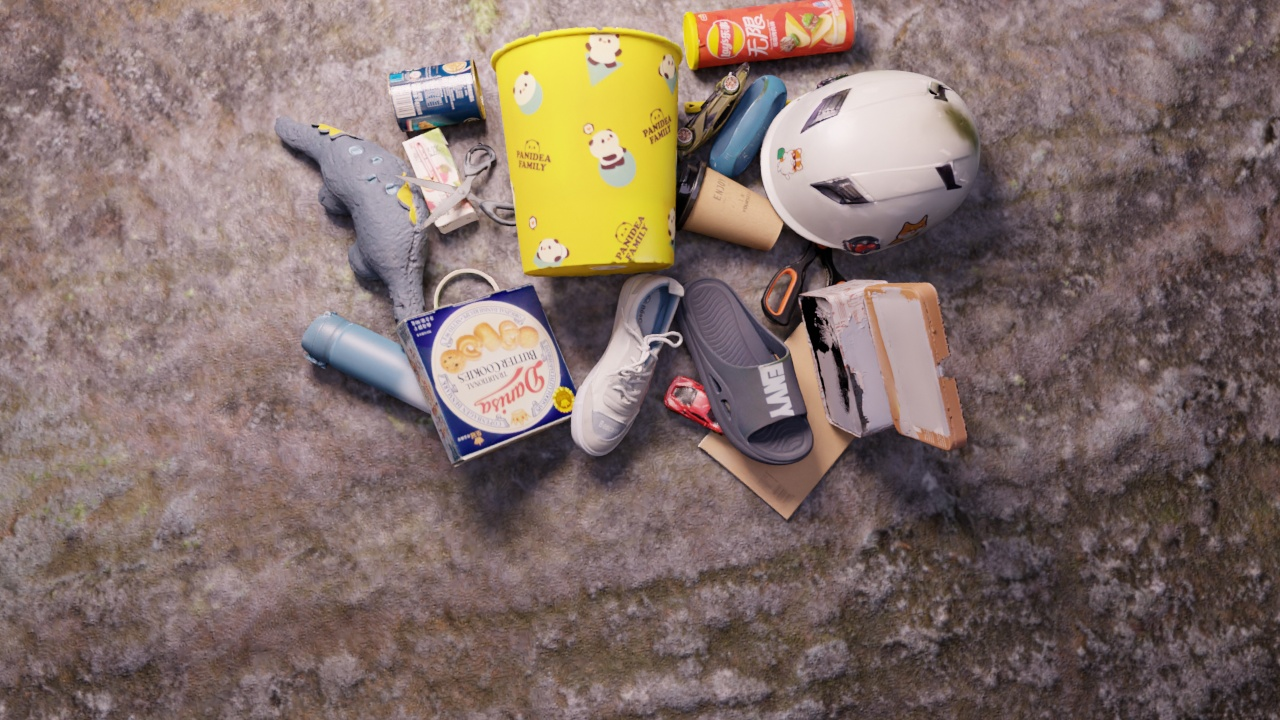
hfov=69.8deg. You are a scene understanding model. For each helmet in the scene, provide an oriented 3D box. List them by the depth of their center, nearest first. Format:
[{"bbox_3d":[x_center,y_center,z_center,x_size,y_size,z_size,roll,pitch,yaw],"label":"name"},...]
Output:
[{"bbox_3d":[0.301,-0.255,1.119,0.273,0.157,0.230,-6,84,-19],"label":"helmet"}]

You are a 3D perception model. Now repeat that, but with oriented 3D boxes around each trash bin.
[{"bbox_3d":[-0.057,-0.235,1.101,0.229,0.229,0.255,-3,91,-2],"label":"trash bin"}]

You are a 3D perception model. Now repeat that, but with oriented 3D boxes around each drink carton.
[{"bbox_3d":[-0.256,-0.230,1.174,0.053,0.045,0.122,-23,87,-3],"label":"drink carton"}]

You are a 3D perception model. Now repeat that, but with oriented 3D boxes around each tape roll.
[{"bbox_3d":[-0.222,-0.075,1.180,0.086,0.014,0.085,0,86,-2],"label":"tape roll"}]

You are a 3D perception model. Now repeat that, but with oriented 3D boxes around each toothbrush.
[{"bbox_3d":[0.153,-0.339,1.210,0.190,0.016,0.015,-3,87,-2],"label":"toothbrush"}]

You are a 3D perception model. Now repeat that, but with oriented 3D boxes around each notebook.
[{"bbox_3d":[0.199,0.078,1.186,0.149,0.012,0.211,40,86,0],"label":"notebook"}]

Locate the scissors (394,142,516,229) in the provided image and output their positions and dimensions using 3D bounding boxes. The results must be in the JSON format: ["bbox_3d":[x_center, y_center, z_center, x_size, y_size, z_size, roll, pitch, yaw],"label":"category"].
[{"bbox_3d":[-0.221,-0.214,1.146,0.181,0.014,0.159,20,58,-34],"label":"scissors"}]

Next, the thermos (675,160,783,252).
[{"bbox_3d":[0.107,-0.191,1.166,0.143,0.093,0.093,20,85,-7],"label":"thermos"}]

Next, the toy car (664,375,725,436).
[{"bbox_3d":[0.083,0.058,1.166,0.106,0.031,0.049,27,83,10],"label":"toy car"}]

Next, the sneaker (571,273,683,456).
[{"bbox_3d":[-0.007,0.007,1.131,0.089,0.091,0.242,25,80,-32],"label":"sneaker"}]

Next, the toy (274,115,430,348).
[{"bbox_3d":[-0.333,-0.184,1.146,0.138,0.091,0.356,-32,82,14],"label":"toy"}]

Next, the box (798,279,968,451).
[{"bbox_3d":[0.273,0.000,1.047,0.082,0.261,0.177,-16,98,-7],"label":"box"}]

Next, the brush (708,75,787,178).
[{"bbox_3d":[0.138,-0.298,1.172,0.055,0.073,0.144,32,96,-3],"label":"brush"}]

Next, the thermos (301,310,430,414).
[{"bbox_3d":[-0.314,0.010,1.147,0.220,0.070,0.070,25,85,1],"label":"thermos"}]

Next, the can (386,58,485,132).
[{"bbox_3d":[-0.260,-0.336,1.167,0.111,0.075,0.075,-10,86,-2],"label":"can"}]

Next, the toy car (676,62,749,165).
[{"bbox_3d":[0.088,-0.313,1.170,0.042,0.070,0.158,39,99,-9],"label":"toy car"}]

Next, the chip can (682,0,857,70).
[{"bbox_3d":[0.167,-0.425,1.190,0.216,0.073,0.073,-7,86,-3],"label":"chip can"}]

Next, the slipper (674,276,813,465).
[{"bbox_3d":[0.128,0.005,1.131,0.110,0.083,0.268,-23,76,-20],"label":"slipper"}]

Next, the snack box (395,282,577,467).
[{"bbox_3d":[-0.179,0.013,1.118,0.177,0.046,0.182,-21,86,-36],"label":"snack box"}]

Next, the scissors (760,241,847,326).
[{"bbox_3d":[0.239,-0.130,1.195,0.204,0.022,0.224,45,77,-1],"label":"scissors"}]
